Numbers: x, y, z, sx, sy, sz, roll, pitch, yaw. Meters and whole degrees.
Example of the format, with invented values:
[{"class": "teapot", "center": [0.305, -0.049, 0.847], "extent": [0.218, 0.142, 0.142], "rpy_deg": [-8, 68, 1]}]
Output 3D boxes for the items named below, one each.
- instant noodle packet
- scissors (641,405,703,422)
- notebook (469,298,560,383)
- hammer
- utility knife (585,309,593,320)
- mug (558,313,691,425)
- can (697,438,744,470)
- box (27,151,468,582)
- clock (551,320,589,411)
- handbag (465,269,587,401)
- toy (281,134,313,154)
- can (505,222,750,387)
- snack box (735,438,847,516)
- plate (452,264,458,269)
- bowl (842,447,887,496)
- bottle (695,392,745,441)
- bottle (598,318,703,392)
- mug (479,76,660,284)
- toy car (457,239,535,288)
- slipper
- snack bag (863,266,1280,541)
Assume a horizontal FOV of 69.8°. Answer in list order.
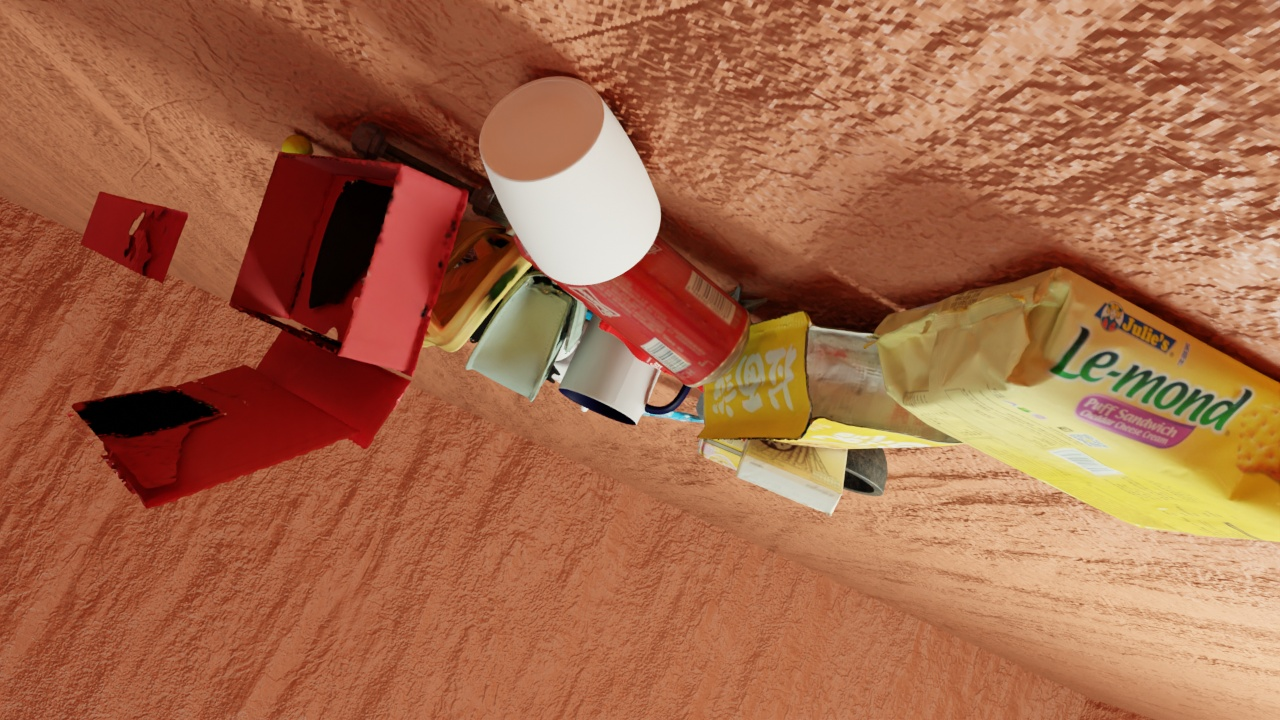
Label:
[{"class": "instant noodle packet", "center": [0.173, 0.033, 0.662], "extent": [0.221, 0.084, 0.163], "rpy_deg": [10, 170, -18]}, {"class": "scissors", "center": [0.034, 0.061, 1.009], "extent": [0.140, 0.014, 0.090], "rpy_deg": [9, 171, -34]}, {"class": "notebook", "center": [-0.197, -0.060, 0.936], "extent": [0.231, 0.019, 0.169], "rpy_deg": [27, 164, 25]}, {"class": "hammer", "center": [-0.071, -0.095, 0.700], "extent": [0.317, 0.028, 0.147], "rpy_deg": [27, 168, -11]}, {"class": "utility knife", "center": [-0.021, -0.034, 0.899], "extent": [0.209, 0.015, 0.031], "rpy_deg": [23, 168, -11]}, {"class": "mug", "center": [-0.005, 0.005, 0.836], "extent": [0.112, 0.096, 0.078], "rpy_deg": [21, 168, 16]}, {"class": "can", "center": [0.126, 0.098, 1.058], "extent": [0.105, 0.067, 0.068], "rpy_deg": [22, 168, 15]}, {"class": "box", "center": [-0.256, -0.004, 0.636], "extent": [0.211, 0.315, 0.124], "rpy_deg": [18, 157, 46]}, {"class": "clock", "center": [-0.057, 0.008, 1.013], "extent": [0.125, 0.072, 0.161], "rpy_deg": [23, 168, 8]}, {"class": "handbag", "center": [-0.086, -0.027, 0.763], "extent": [0.067, 0.106, 0.121], "rpy_deg": [29, -173, -4]}, {"class": "toy", "center": [-0.244, -0.135, 0.794], "extent": [0.131, 0.097, 0.124], "rpy_deg": [7, 177, -10]}, {"class": "can", "center": [-0.005, -0.053, 0.606], "extent": [0.170, 0.067, 0.067], "rpy_deg": [38, 165, -18]}, {"class": "snack box", "center": [0.132, 0.063, 0.767], "extent": [0.082, 0.026, 0.149], "rpy_deg": [22, -149, 4]}, {"class": "plate", "center": [-0.252, -0.123, 0.959], "extent": [0.187, 0.016, 0.187], "rpy_deg": [30, 167, -26]}, {"class": "bowl", "center": [0.187, 0.082, 0.893], "extent": [0.121, 0.056, 0.121], "rpy_deg": [23, 168, 5]}, {"class": "bottle", "center": [0.142, 0.075, 0.977], "extent": [0.161, 0.046, 0.072], "rpy_deg": [28, 169, -17]}, {"class": "bottle", "center": [0.020, -0.010, 0.790], "extent": [0.119, 0.036, 0.036], "rpy_deg": [26, 168, -10]}, {"class": "mug", "center": [-0.047, -0.109, 0.505], "extent": [0.114, 0.081, 0.088], "rpy_deg": [54, 177, 31]}, {"class": "toy car", "center": [-0.145, -0.088, 0.846], "extent": [0.113, 0.040, 0.048], "rpy_deg": [15, 164, 39]}, {"class": "slipper", "center": [-0.151, -0.064, 0.706], "extent": [0.078, 0.099, 0.264], "rpy_deg": [48, 161, -15]}, {"class": "snack bag", "center": [0.262, 0.035, 0.511], "extent": [0.247, 0.068, 0.160], "rpy_deg": [26, 167, -9]}]
